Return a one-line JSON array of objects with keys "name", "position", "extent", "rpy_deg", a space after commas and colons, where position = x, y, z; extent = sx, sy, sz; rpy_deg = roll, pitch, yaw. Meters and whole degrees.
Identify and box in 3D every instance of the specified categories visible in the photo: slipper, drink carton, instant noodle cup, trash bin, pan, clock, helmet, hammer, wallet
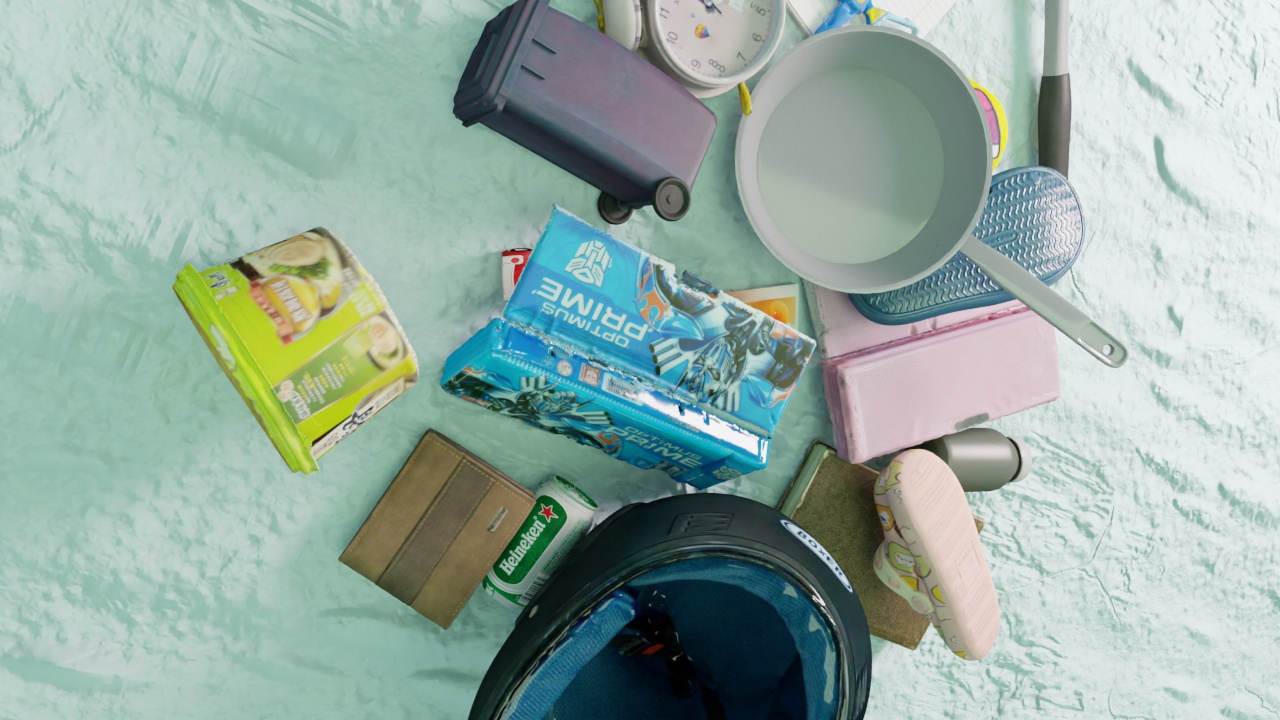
[{"name": "slipper", "position": [0.272, -0.088, 0.767], "extent": [0.213, 0.059, 0.103], "rpy_deg": [-22, 84, -4]}, {"name": "slipper", "position": [0.247, 0.169, 0.799], "extent": [0.093, 0.082, 0.197], "rpy_deg": [-38, 106, -43]}, {"name": "drink carton", "position": [0.080, -0.024, 0.747], "extent": [0.122, 0.039, 0.069], "rpy_deg": [-9, 107, -26]}, {"name": "instant noodle cup", "position": [-0.211, -0.011, 0.577], "extent": [0.097, 0.146, 0.146], "rpy_deg": [-33, 114, -22]}, {"name": "trash bin", "position": [-0.040, -0.166, 0.625], "extent": [0.160, 0.094, 0.092], "rpy_deg": [25, 85, -27]}, {"name": "pan", "position": [0.232, -0.106, 0.714], "extent": [0.356, 0.051, 0.201], "rpy_deg": [37, 90, -7]}, {"name": "clock", "position": [0.031, -0.254, 0.647], "extent": [0.158, 0.059, 0.117], "rpy_deg": [23, 95, -25]}, {"name": "helmet", "position": [0.019, 0.247, 0.679], "extent": [0.249, 0.236, 0.316], "rpy_deg": [44, 84, 5]}, {"name": "hammer", "position": [0.365, -0.227, 0.801], "extent": [0.124, 0.029, 0.311], "rpy_deg": [-16, 111, -21]}, {"name": "wallet", "position": [-0.150, 0.125, 0.683], "extent": [0.098, 0.027, 0.121], "rpy_deg": [36, 86, -8]}]

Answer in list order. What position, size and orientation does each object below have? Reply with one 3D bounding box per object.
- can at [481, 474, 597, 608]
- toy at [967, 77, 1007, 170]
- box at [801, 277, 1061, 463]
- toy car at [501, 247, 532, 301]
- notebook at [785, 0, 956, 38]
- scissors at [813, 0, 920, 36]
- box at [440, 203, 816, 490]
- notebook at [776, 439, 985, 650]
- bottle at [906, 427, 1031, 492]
[{"name": "can", "position": [-0.080, 0.142, 0.715], "extent": [0.053, 0.053, 0.101], "rpy_deg": [37, 89, -26]}, {"name": "toy", "position": [0.264, -0.188, 0.766], "extent": [0.095, 0.041, 0.094], "rpy_deg": [8, 98, -20]}, {"name": "box", "position": [0.260, -0.022, 0.797], "extent": [0.232, 0.039, 0.179], "rpy_deg": [-16, 98, -18]}, {"name": "toy car", "position": [-0.061, -0.064, 0.681], "extent": [0.089, 0.025, 0.038], "rpy_deg": [-6, 106, -20]}, {"name": "notebook", "position": [0.203, -0.353, 0.714], "extent": [0.245, 0.013, 0.178], "rpy_deg": [-48, 117, -3]}, {"name": "scissors", "position": [0.173, -0.277, 0.712], "extent": [0.125, 0.015, 0.127], "rpy_deg": [-45, 115, -1]}, {"name": "box", "position": [-0.001, 0.015, 0.672], "extent": [0.243, 0.071, 0.171], "rpy_deg": [24, 121, -25]}, {"name": "notebook", "position": [0.197, 0.193, 0.848], "extent": [0.215, 0.034, 0.190], "rpy_deg": [27, 95, -25]}, {"name": "bottle", "position": [0.304, 0.092, 0.849], "extent": [0.108, 0.060, 0.060], "rpy_deg": [2, 103, -22]}]
